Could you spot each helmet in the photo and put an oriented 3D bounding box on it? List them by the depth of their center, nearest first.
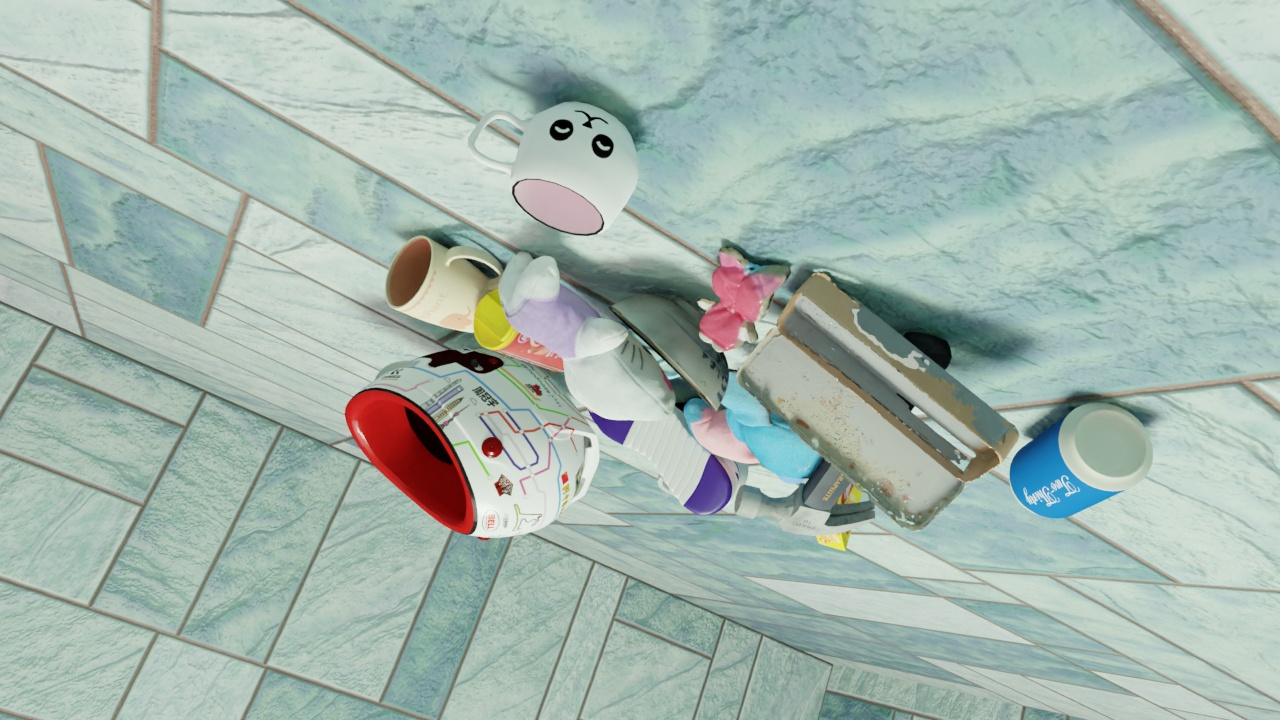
[{"bbox_3d":[-0.210,0.097,1.245,0.314,0.235,0.232,33,134,23],"label":"helmet"}]

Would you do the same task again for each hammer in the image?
[{"bbox_3d":[0.206,0.081,0.901,0.139,0.035,0.313,15,138,-5],"label":"hammer"}]

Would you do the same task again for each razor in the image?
[{"bbox_3d":[0.069,0.058,1.169,0.044,0.021,0.144,38,158,-14],"label":"razor"}]

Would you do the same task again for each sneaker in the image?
[{"bbox_3d":[0.037,0.092,1.158,0.244,0.092,0.111,45,-165,21],"label":"sneaker"}]

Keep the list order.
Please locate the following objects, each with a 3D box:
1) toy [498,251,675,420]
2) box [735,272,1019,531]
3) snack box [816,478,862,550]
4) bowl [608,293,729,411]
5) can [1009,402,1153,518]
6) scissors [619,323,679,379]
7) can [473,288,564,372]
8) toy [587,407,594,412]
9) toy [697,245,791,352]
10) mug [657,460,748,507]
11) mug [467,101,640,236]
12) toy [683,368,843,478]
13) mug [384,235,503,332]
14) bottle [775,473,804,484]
[{"bbox_3d":[-0.056,-0.016,0.920,0.209,0.085,0.138,46,170,-22],"label":"toy"},{"bbox_3d":[0.197,0.037,0.792,0.216,0.071,0.157,40,128,10],"label":"box"},{"bbox_3d":[0.254,0.176,1.193,0.042,0.092,0.201,14,160,22],"label":"snack box"},{"bbox_3d":[0.041,-0.021,0.894,0.150,0.057,0.151,44,179,1],"label":"bowl"},{"bbox_3d":[0.400,0.096,0.845,0.079,0.078,0.146,18,161,8],"label":"can"},{"bbox_3d":[-0.001,0.007,1.058,0.131,0.014,0.125,1,130,12],"label":"scissors"},{"bbox_3d":[-0.119,-0.031,1.007,0.067,0.066,0.124,6,170,37],"label":"can"},{"bbox_3d":[-0.037,0.012,1.101,0.087,0.050,0.113,20,137,-2],"label":"toy"},{"bbox_3d":[0.087,-0.055,0.806,0.065,0.050,0.103,31,128,10],"label":"toy"},{"bbox_3d":[0.080,0.163,1.323,0.096,0.082,0.120,29,132,-24],"label":"mug"},{"bbox_3d":[-0.062,-0.147,0.662,0.124,0.076,0.090,21,161,-2],"label":"mug"},{"bbox_3d":[0.136,0.074,1.027,0.224,0.099,0.192,23,167,-37],"label":"toy"},{"bbox_3d":[-0.200,-0.083,0.993,0.112,0.085,0.104,-29,143,28],"label":"mug"},{"bbox_3d":[0.199,0.136,1.207,0.048,0.048,0.131,16,160,14],"label":"bottle"}]
